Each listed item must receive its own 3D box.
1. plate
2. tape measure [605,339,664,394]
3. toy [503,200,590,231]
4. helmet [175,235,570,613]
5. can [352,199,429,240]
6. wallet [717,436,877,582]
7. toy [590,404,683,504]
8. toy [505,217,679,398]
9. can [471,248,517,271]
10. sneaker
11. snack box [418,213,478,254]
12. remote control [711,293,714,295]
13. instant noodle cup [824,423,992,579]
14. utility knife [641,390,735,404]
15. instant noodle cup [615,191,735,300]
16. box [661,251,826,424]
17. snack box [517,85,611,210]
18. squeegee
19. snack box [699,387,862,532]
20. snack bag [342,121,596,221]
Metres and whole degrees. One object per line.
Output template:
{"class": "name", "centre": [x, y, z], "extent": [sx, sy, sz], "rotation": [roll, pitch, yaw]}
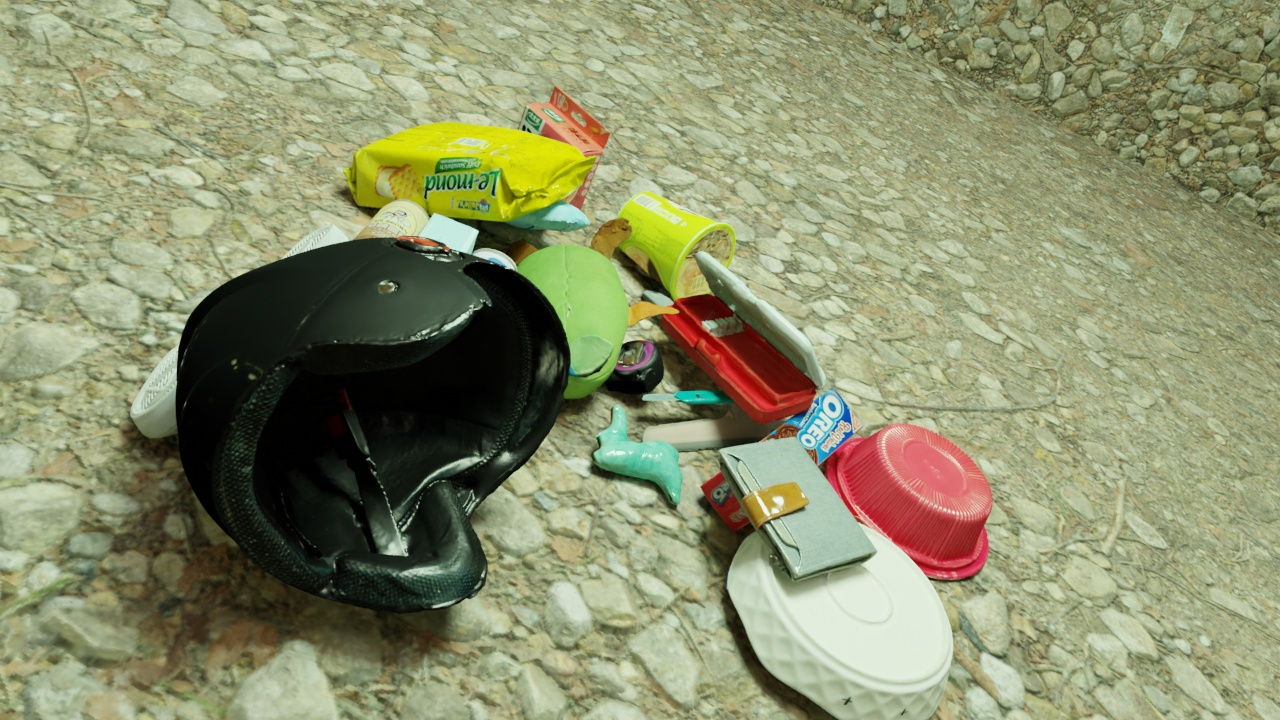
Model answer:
{"class": "plate", "centre": [0.177, 0.209, 0.782], "extent": [0.204, 0.046, 0.204], "rotation": [18, 35, -13]}
{"class": "tape measure", "centre": [-0.006, 0.005, 0.937], "extent": [0.057, 0.039, 0.057], "rotation": [1, 40, 21]}
{"class": "toy", "centre": [-0.130, -0.177, 1.073], "extent": [0.156, 0.050, 0.161], "rotation": [17, 15, 16]}
{"class": "helmet", "centre": [-0.186, 0.027, 0.649], "extent": [0.230, 0.234, 0.273], "rotation": [26, 34, 32]}
{"class": "can", "centre": [-0.257, -0.114, 0.929], "extent": [0.058, 0.059, 0.116], "rotation": [23, 35, -5]}
{"class": "wallet", "centre": [0.133, 0.123, 0.790], "extent": [0.106, 0.037, 0.129], "rotation": [-3, 48, -38]}
{"class": "toy", "centre": [-0.003, 0.086, 0.859], "extent": [0.092, 0.030, 0.096], "rotation": [15, 47, -19]}
{"class": "toy", "centre": [-0.075, -0.054, 0.938], "extent": [0.227, 0.090, 0.246], "rotation": [-6, 44, 1]}
{"class": "can", "centre": [-0.159, -0.041, 0.868], "extent": [0.053, 0.053, 0.134], "rotation": [21, 55, -8]}
{"class": "sneaker", "centre": [-0.305, -0.009, 0.758], "extent": [0.091, 0.090, 0.241], "rotation": [56, 44, -26]}
{"class": "snack box", "centre": [-0.210, -0.067, 0.885], "extent": [0.051, 0.074, 0.174], "rotation": [22, 35, -6]}
{"class": "remote control", "centre": [0.128, -0.040, 1.111], "extent": [0.055, 0.020, 0.135], "rotation": [7, 40, -24]}
{"class": "instant noodle cup", "centre": [0.292, 0.133, 0.959], "extent": [0.193, 0.066, 0.193], "rotation": [16, 37, -13]}
{"class": "utility knife", "centre": [0.088, 0.036, 0.936], "extent": [0.186, 0.013, 0.029], "rotation": [-1, 20, -21]}
{"class": "instant noodle cup", "centre": [0.034, -0.144, 1.120], "extent": [0.123, 0.112, 0.111], "rotation": [37, 36, 30]}
{"class": "box", "centre": [0.106, -0.036, 0.939], "extent": [0.095, 0.099, 0.201], "rotation": [-16, 40, -25]}
{"class": "snack box", "centre": [-0.107, -0.258, 1.147], "extent": [0.044, 0.127, 0.113], "rotation": [-19, 54, -45]}
{"class": "squeegee", "centre": [0.062, -0.007, 1.014], "extent": [0.247, 0.040, 0.249], "rotation": [-2, 43, -33]}
{"class": "snack box", "centre": [0.144, 0.094, 0.910], "extent": [0.206, 0.058, 0.057], "rotation": [-27, 77, -47]}
{"class": "snack bag", "centre": [-0.191, -0.213, 1.017], "extent": [0.247, 0.068, 0.157], "rotation": [11, 30, 23]}
